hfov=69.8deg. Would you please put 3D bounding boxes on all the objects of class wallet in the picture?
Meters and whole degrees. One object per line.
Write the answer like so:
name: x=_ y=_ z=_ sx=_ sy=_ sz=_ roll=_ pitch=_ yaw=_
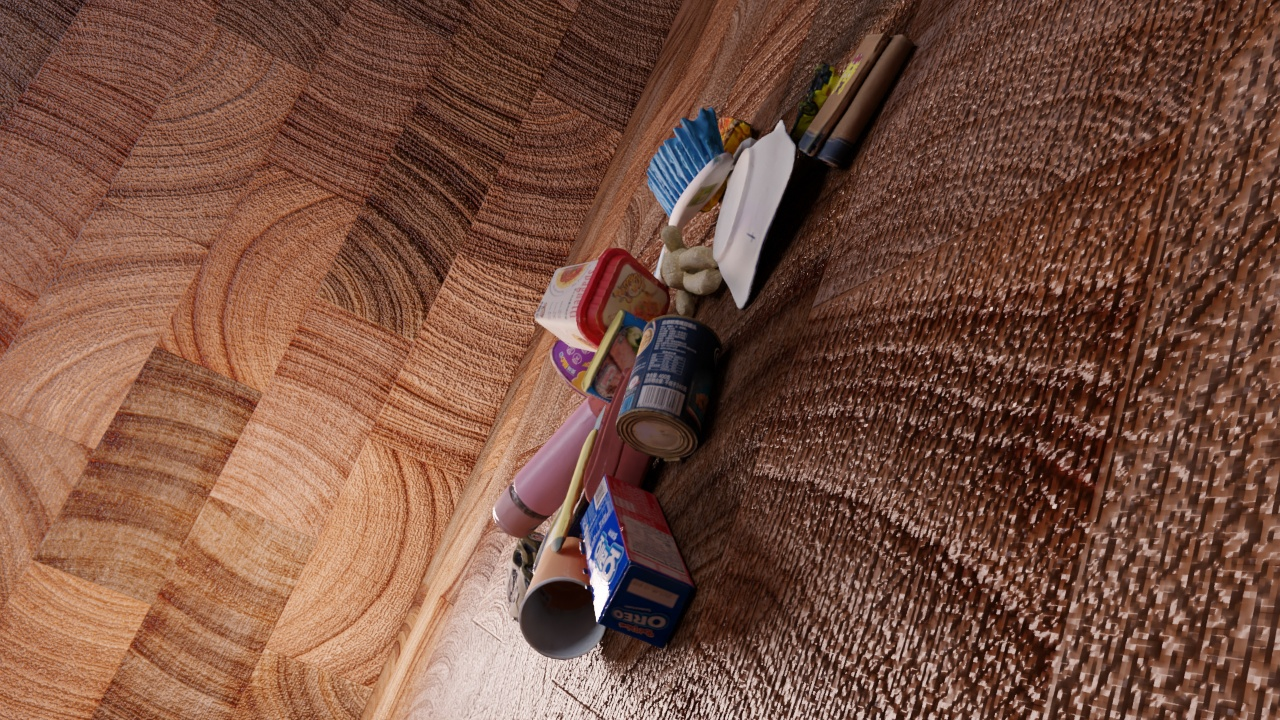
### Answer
wallet: x=0.179 y=-0.221 z=0.778 sx=0.115 sy=0.033 sz=0.090 roll=-58 pitch=11 yaw=14

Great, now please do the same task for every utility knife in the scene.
utility knife: x=-0.062 y=0.116 z=0.920 sx=0.031 sy=0.019 sz=0.183 roll=-46 pitch=25 yaw=46

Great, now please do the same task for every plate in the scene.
plate: x=0.102 y=-0.145 z=0.879 sx=0.163 sy=0.034 sz=0.165 roll=-87 pitch=13 yaw=-63

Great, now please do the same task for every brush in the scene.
brush: x=0.040 y=-0.181 z=1.157 sx=0.060 sy=0.109 sz=0.315 roll=-23 pitch=-12 yaw=-28
brush: x=-0.014 y=0.078 z=0.886 sx=0.145 sy=0.063 sz=0.069 roll=-68 pitch=-25 yaw=-14

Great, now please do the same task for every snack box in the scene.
snack box: x=-0.009 y=0.155 z=0.745 sx=0.057 sy=0.058 sz=0.207 roll=-63 pitch=11 yaw=6

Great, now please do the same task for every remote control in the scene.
remote control: x=0.118 y=-0.214 z=1.061 sx=0.049 sy=0.024 sz=0.124 roll=-58 pitch=13 yaw=36

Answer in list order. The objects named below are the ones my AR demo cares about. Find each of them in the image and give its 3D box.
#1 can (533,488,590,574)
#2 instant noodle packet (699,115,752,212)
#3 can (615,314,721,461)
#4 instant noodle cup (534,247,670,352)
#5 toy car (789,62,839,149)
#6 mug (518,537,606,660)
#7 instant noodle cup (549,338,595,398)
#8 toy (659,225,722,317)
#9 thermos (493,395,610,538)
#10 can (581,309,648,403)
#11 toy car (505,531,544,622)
can: x=-0.060 y=0.175 z=0.962 sx=0.148 sy=0.049 sz=0.074 roll=-60 pitch=12 yaw=21
instant noodle packet: x=0.099 y=-0.255 z=1.193 sx=0.128 sy=0.044 sz=0.110 roll=-62 pitch=7 yaw=16
can: x=0.026 y=0.025 z=0.826 sx=0.076 sy=0.075 sz=0.110 roll=-50 pitch=18 yaw=52
instant noodle cup: x=-0.049 y=-0.062 z=1.084 sx=0.124 sy=0.116 sz=0.116 roll=4 pitch=65 yaw=46
toy car: x=0.166 y=-0.238 z=0.876 sx=0.105 sy=0.032 sz=0.048 roll=113 pitch=179 yaw=-72
mug: x=-0.070 y=0.217 z=0.865 sx=0.078 sy=0.078 sz=0.122 roll=-63 pitch=6 yaw=9
instant noodle cup: x=-0.046 y=-0.017 z=1.194 sx=0.099 sy=0.111 sz=0.111 roll=-48 pitch=18 yaw=30
toy: x=0.056 y=-0.102 z=1.015 sx=0.157 sy=0.066 sz=0.105 roll=-144 pitch=35 yaw=-79
thermos: x=-0.094 y=0.131 z=1.101 sx=0.199 sy=0.067 sz=0.087 roll=-49 pitch=-20 yaw=21
can: x=-0.006 y=0.006 z=0.993 sx=0.102 sy=0.083 sz=0.057 roll=-63 pitch=11 yaw=7
toy car: x=-0.146 y=0.269 z=1.151 sx=0.158 sy=0.042 sz=0.070 roll=-118 pitch=43 yaw=-73
